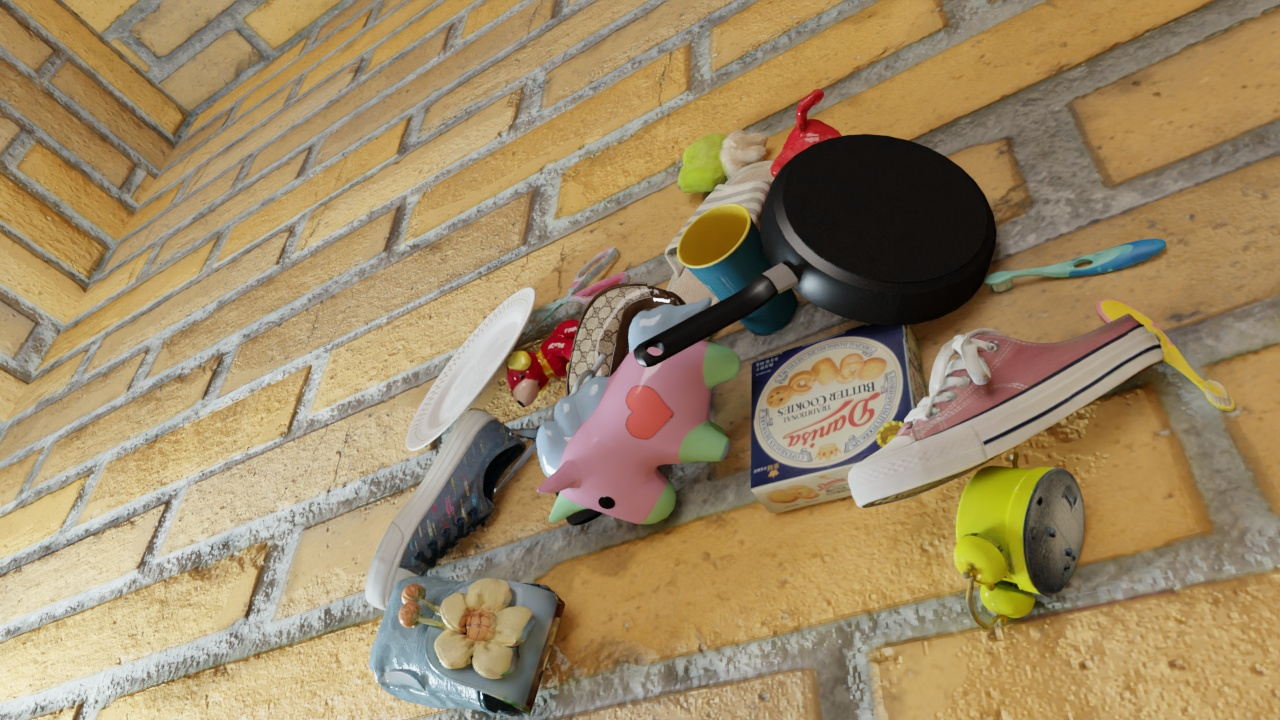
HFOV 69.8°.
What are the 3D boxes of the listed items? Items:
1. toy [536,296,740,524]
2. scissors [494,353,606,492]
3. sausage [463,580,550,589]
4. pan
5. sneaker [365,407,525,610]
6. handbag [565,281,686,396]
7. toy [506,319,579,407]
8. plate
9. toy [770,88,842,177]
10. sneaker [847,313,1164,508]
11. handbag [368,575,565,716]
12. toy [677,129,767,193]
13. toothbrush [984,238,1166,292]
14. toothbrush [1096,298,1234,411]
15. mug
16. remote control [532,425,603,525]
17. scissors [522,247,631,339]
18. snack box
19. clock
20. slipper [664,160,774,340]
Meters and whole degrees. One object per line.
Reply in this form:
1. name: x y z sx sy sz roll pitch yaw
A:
1. toy: -0.004 0.046 0.827 0.120 0.171 0.222 -88 6 -84
2. scissors: -0.084 0.059 0.875 0.014 0.142 0.174 30 72 17
3. sausage: -0.141 0.227 0.899 0.156 0.020 0.020 -8 50 37
4. pan: 0.146 -0.088 0.781 0.355 0.044 0.204 -28 61 -19
5. sneaker: -0.201 0.166 0.980 0.079 0.087 0.235 23 70 17
6. handbag: -0.005 0.005 0.928 0.139 0.063 0.166 2 75 41
7. toy: -0.090 -0.007 1.040 0.137 0.067 0.105 -26 33 9
8. plate: -0.201 0.011 1.110 0.243 0.016 0.242 -43 21 21
9. toy: 0.180 -0.220 0.945 0.088 0.133 0.093 -9 40 23
10. sneaker: 0.244 0.021 0.648 0.241 0.118 0.088 -28 74 -5
11. handbag: -0.167 0.247 0.825 0.192 0.118 0.121 -3 53 33
12. toy: 0.099 -0.242 1.099 0.118 0.043 0.092 -12 46 31
13. toothbrush: 0.351 -0.076 0.746 0.135 0.017 0.022 -12 48 31
14. toothbrush: 0.374 -0.009 0.660 0.021 0.016 0.135 -37 39 10
15. mug: 0.100 -0.083 0.887 0.078 0.121 0.078 -24 42 24
16. remote control: -0.076 0.113 0.943 0.041 0.020 0.151 -23 38 -8
17. scissors: -0.074 -0.087 1.110 0.171 0.014 0.168 -21 29 31
18. snack box: 0.166 0.044 0.775 0.145 0.042 0.144 -19 44 27
19. clock: 0.246 0.120 0.602 0.057 0.083 0.118 4 55 50
20. slipper: 0.076 -0.113 0.996 0.115 0.054 0.272 6 62 52
